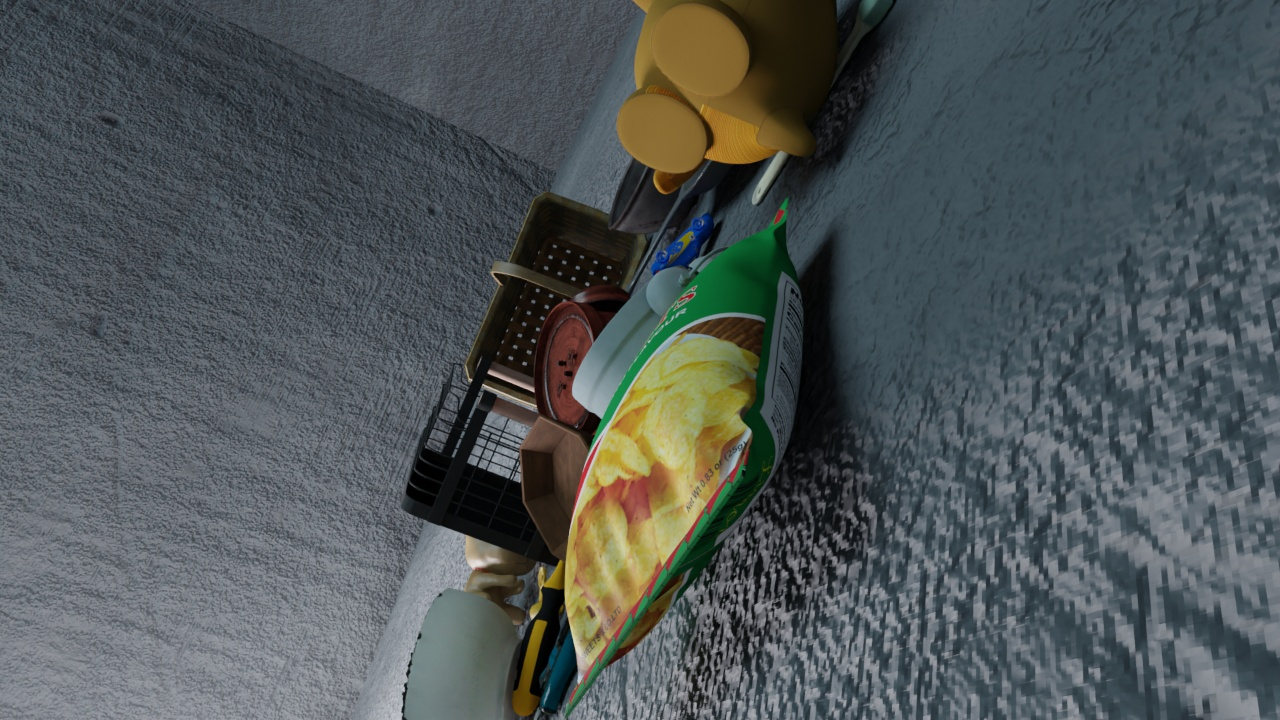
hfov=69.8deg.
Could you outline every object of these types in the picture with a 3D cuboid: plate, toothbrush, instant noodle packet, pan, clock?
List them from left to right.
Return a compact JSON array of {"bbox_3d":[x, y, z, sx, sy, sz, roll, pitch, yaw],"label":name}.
[{"bbox_3d":[-0.073,0.199,0.777,0.031,0.031,0.196,68,-148,-58],"label":"toothbrush"},{"bbox_3d":[-0.050,0.105,0.726,0.131,0.025,0.131,23,121,45],"label":"plate"},{"bbox_3d":[-0.040,0.002,0.789,0.157,0.072,0.121,56,134,46],"label":"clock"},{"bbox_3d":[0.015,-0.016,0.646,0.160,0.045,0.122,-56,-15,28],"label":"clock"},{"bbox_3d":[0.025,0.042,0.507,0.196,0.090,0.252,-61,6,36],"label":"instant noodle packet"},{"bbox_3d":[0.062,-0.176,0.844,0.355,0.024,0.216,-59,8,17],"label":"pan"}]

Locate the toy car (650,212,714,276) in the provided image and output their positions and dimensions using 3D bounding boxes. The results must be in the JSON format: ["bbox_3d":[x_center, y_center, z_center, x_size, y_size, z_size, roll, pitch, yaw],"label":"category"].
[{"bbox_3d":[0.047,-0.079,0.814,0.092,0.062,0.033,-43,-14,-1],"label":"toy car"}]

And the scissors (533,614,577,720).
[{"bbox_3d":[-0.062,0.237,0.700,0.138,0.019,0.129,127,161,-54],"label":"scissors"}]

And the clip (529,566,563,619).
[{"bbox_3d":[-0.076,0.212,0.823,0.053,0.039,0.047,131,154,-60],"label":"clip"}]

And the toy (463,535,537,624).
[{"bbox_3d":[-0.151,0.212,0.943,0.106,0.134,0.108,-14,53,34],"label":"toy"}]

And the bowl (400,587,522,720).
[{"bbox_3d":[-0.138,0.271,0.767,0.153,0.073,0.153,5,-92,-84],"label":"bowl"}]

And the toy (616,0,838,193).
[{"bbox_3d":[0.068,-0.235,0.650,0.199,0.162,0.202,-60,4,50],"label":"toy"}]

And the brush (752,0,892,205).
[{"bbox_3d":[0.135,-0.200,0.669,0.033,0.012,0.218,-83,19,-50],"label":"brush"}]

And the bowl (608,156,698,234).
[{"bbox_3d":[0.025,-0.193,0.979,0.145,0.067,0.145,-67,12,0],"label":"bowl"}]

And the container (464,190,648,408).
[{"bbox_3d":[-0.097,-0.067,1.085,0.186,0.157,0.249,121,170,-81],"label":"container"}]

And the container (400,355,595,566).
[{"bbox_3d":[-0.134,0.090,0.924,0.130,0.162,0.241,-66,12,3],"label":"container"}]
